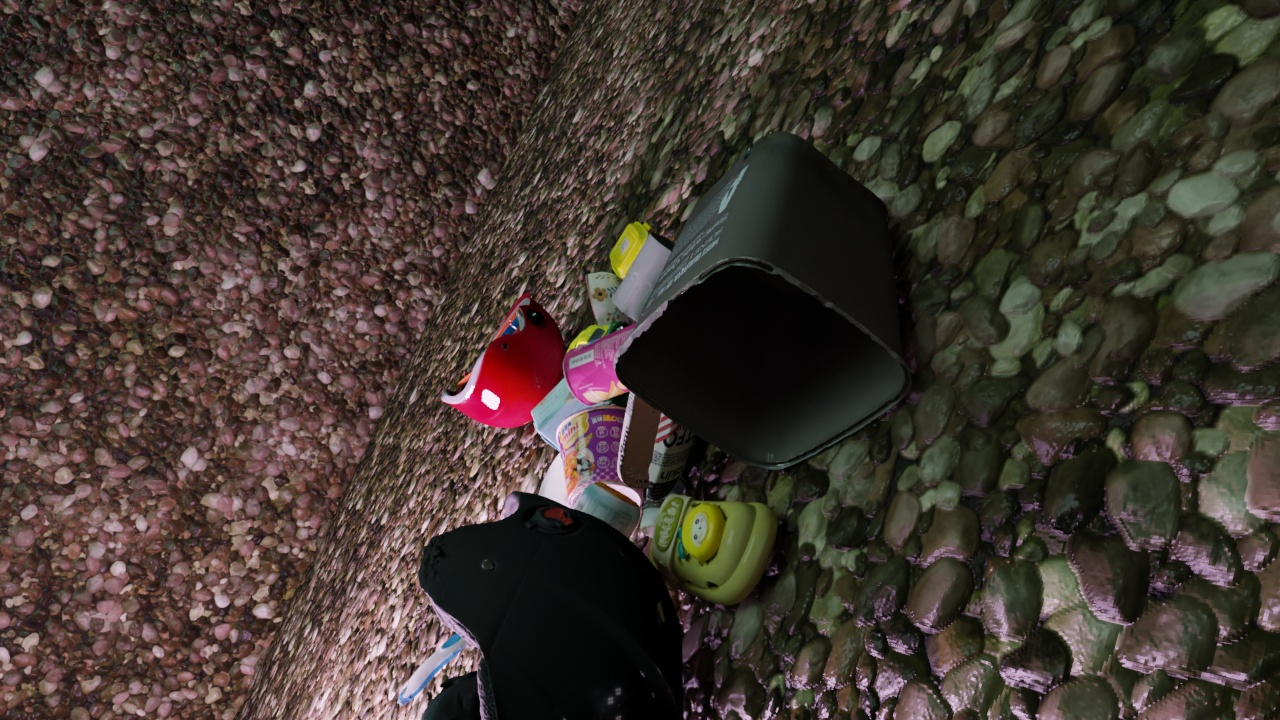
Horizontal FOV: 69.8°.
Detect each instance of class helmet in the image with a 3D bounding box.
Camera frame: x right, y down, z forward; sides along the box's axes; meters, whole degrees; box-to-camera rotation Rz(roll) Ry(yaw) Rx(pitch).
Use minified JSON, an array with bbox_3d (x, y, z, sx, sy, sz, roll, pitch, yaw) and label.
[{"bbox_3d":[-0.197,0.012,1.486,0.208,0.144,0.239,-43,14,39],"label":"helmet"},{"bbox_3d":[-0.077,0.245,0.805,0.274,0.230,0.234,-90,10,-56],"label":"helmet"}]

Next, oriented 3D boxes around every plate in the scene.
[{"bbox_3d":[-0.093,0.163,1.205,0.164,0.034,0.163,-58,21,7],"label":"plate"}]

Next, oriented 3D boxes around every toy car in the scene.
[{"bbox_3d":[-0.067,-0.025,1.217,0.048,0.032,0.105,-56,21,-23],"label":"toy car"}]

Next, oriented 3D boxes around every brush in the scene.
[{"bbox_3d":[-0.166,0.306,1.090,0.315,0.109,0.060,-56,24,13],"label":"brush"}]

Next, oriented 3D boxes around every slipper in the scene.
[{"bbox_3d":[0.045,0.165,0.825,0.191,0.081,0.091,-22,47,63],"label":"slipper"}]

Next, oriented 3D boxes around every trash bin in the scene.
[{"bbox_3d":[0.115,-0.062,0.805,0.200,0.198,0.219,-40,24,44],"label":"trash bin"}]

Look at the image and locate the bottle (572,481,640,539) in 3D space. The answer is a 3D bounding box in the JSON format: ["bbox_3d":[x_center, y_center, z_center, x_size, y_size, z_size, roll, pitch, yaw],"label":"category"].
[{"bbox_3d":[-0.071,0.220,0.959,0.189,0.068,0.068,-60,21,-3],"label":"bottle"}]

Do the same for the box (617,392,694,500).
[{"bbox_3d":[0.018,0.052,0.902,0.081,0.074,0.164,19,110,31],"label":"box"}]

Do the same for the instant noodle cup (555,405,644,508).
[{"bbox_3d":[-0.041,0.121,1.047,0.112,0.111,0.099,-45,34,37],"label":"instant noodle cup"}]

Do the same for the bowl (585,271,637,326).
[{"bbox_3d":[-0.033,-0.073,1.292,0.062,0.113,0.113,-13,31,1],"label":"bowl"}]

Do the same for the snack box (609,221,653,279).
[{"bbox_3d":[0.010,-0.142,1.276,0.082,0.080,0.091,-58,21,12],"label":"snack box"}]

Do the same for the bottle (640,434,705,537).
[{"bbox_3d":[0.035,0.095,0.983,0.080,0.044,0.194,-25,42,45],"label":"bottle"}]

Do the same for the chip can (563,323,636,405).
[{"bbox_3d":[0.017,-0.013,0.991,0.211,0.071,0.071,-21,42,32],"label":"chip can"}]

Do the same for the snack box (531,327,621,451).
[{"bbox_3d":[-0.067,0.037,1.224,0.175,0.051,0.074,-45,24,3],"label":"snack box"}]

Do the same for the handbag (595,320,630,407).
[{"bbox_3d":[-0.007,0.006,1.111,0.132,0.068,0.120,-4,68,54],"label":"handbag"}]

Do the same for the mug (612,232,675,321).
[{"bbox_3d":[0.032,-0.092,1.186,0.103,0.083,0.124,-57,46,16],"label":"mug"}]
